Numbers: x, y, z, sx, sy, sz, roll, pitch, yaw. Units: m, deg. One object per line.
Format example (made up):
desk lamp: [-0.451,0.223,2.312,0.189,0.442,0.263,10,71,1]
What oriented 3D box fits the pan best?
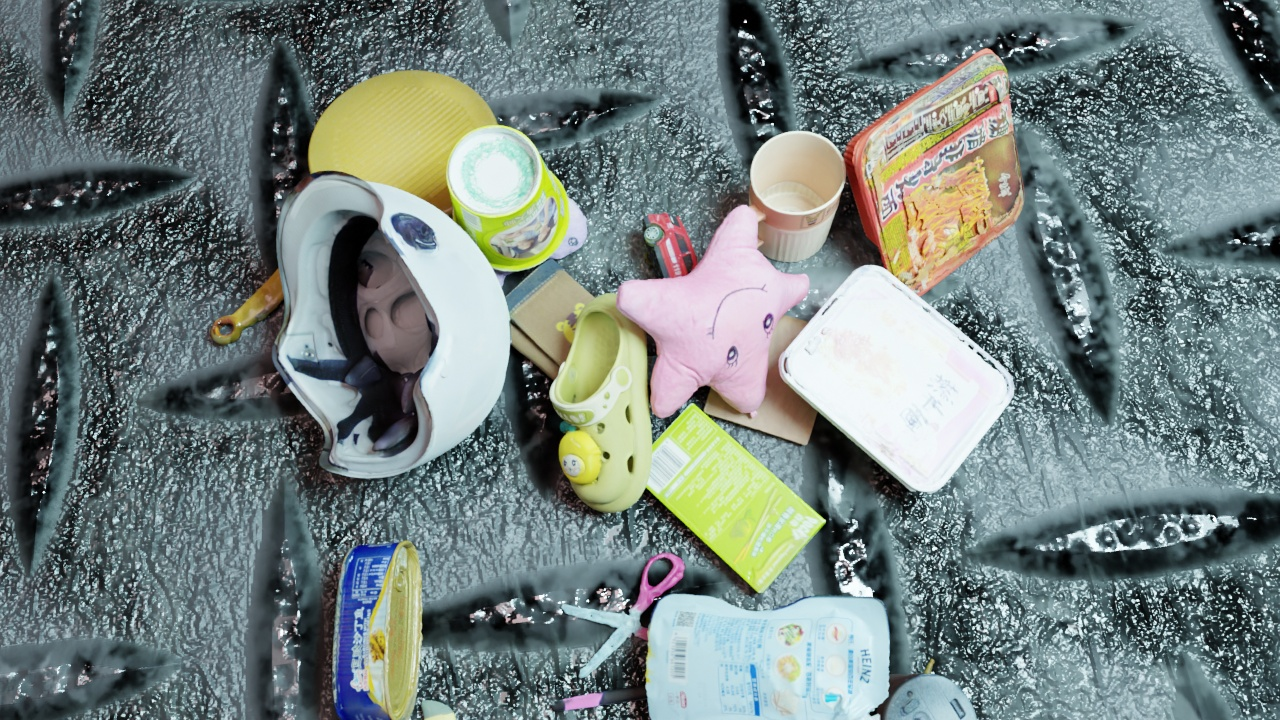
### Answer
pan: [-0.290,-0.147,0.916,0.356,0.078,0.197,-42,72,-16]

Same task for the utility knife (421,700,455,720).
utility knife: [-0.151,0.371,0.745,0.031,0.020,0.187,-16,65,3]

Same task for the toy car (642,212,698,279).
toy car: [0.033,-0.083,0.864,0.045,0.053,0.120,-14,70,-3]

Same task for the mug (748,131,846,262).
mug: [0.129,-0.138,0.846,0.114,0.106,0.081,-38,73,-8]

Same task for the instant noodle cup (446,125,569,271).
instant noodle cup: [-0.121,-0.148,0.813,0.111,0.123,0.111,0,81,-1]

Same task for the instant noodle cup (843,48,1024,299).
instant noodle cup: [0.261,-0.167,0.832,0.164,0.189,0.079,-35,37,-9]

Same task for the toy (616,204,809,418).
toy: [0.077,-0.031,0.795,0.194,0.179,0.075,-34,28,-23]

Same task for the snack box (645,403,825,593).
snack box: [0.075,0.119,0.803,0.156,0.026,0.085,41,86,16]

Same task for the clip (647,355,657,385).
clip: [-0.006,0.003,0.843,0.058,0.045,0.027,19,82,-15]

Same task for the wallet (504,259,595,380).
wallet: [-0.074,-0.030,0.868,0.115,0.033,0.090,41,78,12]

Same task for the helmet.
helmet: [-0.203,-0.036,0.801,0.230,0.145,0.258,-40,69,37]

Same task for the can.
can: [-0.219,0.227,0.770,0.049,0.075,0.148,-5,70,6]

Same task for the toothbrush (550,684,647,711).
toothbrush: [0.017,0.274,0.765,0.189,0.018,0.014,-10,72,2]

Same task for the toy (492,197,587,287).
toy: [-0.105,-0.125,0.892,0.108,0.039,0.084,-18,100,-1]

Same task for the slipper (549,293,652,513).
slipper: [-0.044,0.036,0.789,0.092,0.081,0.190,3,91,45]

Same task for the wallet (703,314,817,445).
wallet: [0.121,0.011,0.845,0.101,0.020,0.115,18,77,9]

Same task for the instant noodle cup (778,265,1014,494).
instant noodle cup: [0.217,0.018,0.802,0.173,0.060,0.138,42,79,5]

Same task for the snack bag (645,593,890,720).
snack bag: [0.096,0.237,0.710,0.191,0.039,0.110,-5,64,26]

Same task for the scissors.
scissors: [-0.003,0.219,0.787,0.133,0.017,0.131,11,75,12]

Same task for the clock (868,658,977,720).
clock: [0.203,0.291,0.711,0.121,0.055,0.082,-30,87,-19]
